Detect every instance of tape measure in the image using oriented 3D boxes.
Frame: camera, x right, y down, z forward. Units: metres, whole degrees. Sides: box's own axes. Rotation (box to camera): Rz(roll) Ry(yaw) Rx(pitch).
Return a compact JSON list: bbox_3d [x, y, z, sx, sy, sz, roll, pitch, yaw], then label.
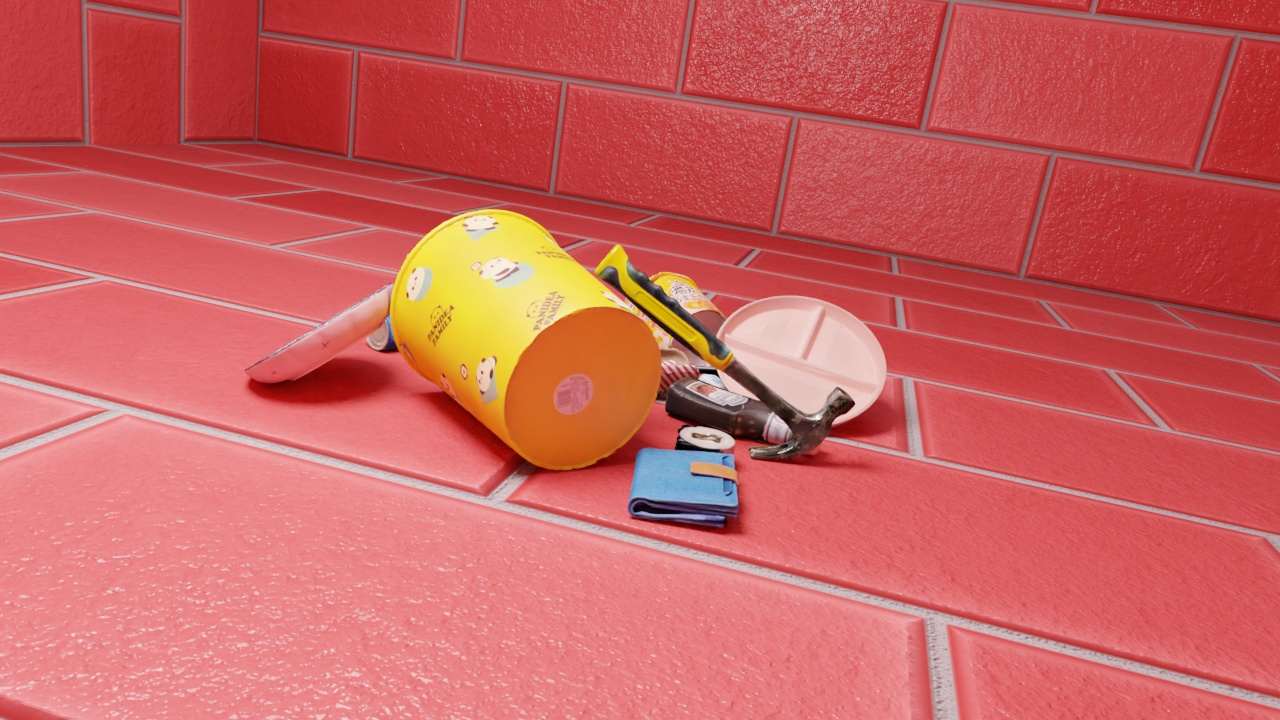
[{"bbox_3d":[0.071,0.098,1.011,0.066,0.034,0.065,9,17,4],"label":"tape measure"}]

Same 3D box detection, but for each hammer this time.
[{"bbox_3d":[0.081,-0.008,1.037,0.323,0.126,0.031,39,14,-6],"label":"hammer"}]

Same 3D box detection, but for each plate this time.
[{"bbox_3d":[-0.361,-0.025,1.062,0.192,0.039,0.192,-29,13,7],"label":"plate"},{"bbox_3d":[0.212,0.003,1.233,0.229,0.028,0.229,1,50,-2],"label":"plate"}]

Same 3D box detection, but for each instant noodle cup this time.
[{"bbox_3d":[0.058,-0.047,1.348,0.137,0.138,0.110,-1,27,-32],"label":"instant noodle cup"}]

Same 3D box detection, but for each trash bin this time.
[{"bbox_3d":[-0.121,-0.019,1.005,0.229,0.230,0.255,-3,25,-35],"label":"trash bin"}]

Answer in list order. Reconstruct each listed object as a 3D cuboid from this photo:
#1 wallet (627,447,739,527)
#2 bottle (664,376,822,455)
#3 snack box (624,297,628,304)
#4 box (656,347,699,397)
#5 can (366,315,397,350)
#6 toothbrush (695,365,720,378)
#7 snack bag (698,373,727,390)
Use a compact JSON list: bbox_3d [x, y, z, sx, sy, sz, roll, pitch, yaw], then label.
[{"bbox_3d":[0.044,0.122,0.910,0.106,0.040,0.133,5,16,3],"label":"wallet"},{"bbox_3d":[0.128,0.069,1.126,0.195,0.044,0.079,18,19,28],"label":"bottle"},{"bbox_3d":[0.034,-0.071,1.501,0.093,0.077,0.094,19,19,34],"label":"snack box"},{"bbox_3d":[-0.008,0.006,1.218,0.162,0.076,0.088,2,40,-15],"label":"box"},{"bbox_3d":[-0.313,-0.048,1.278,0.053,0.053,0.134,20,19,34],"label":"can"},{"bbox_3d":[0.030,0.018,1.283,0.212,0.026,0.027,3,10,-20],"label":"toothbrush"},{"bbox_3d":[0.104,0.041,1.240,0.045,0.026,0.105,10,15,-27],"label":"snack bag"}]
